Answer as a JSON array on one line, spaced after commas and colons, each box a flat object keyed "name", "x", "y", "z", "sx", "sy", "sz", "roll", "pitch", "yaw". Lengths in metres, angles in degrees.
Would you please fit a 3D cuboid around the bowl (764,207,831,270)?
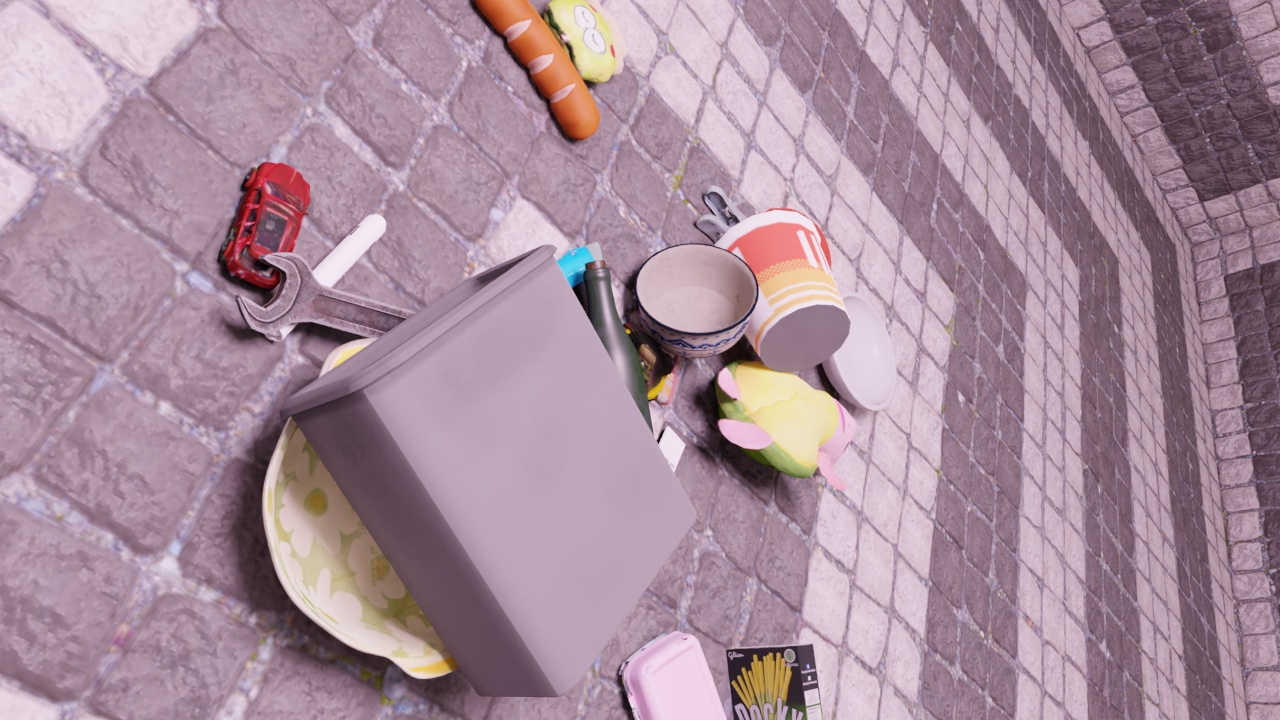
[{"name": "bowl", "x": 0.182, "y": -0.122, "z": 1.047, "sx": 0.122, "sy": 0.035, "sz": 0.121, "roll": 20, "pitch": 62, "yaw": -43}]

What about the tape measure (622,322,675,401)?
[{"name": "tape measure", "x": -0.005, "y": 0.005, "z": 0.832, "sx": 0.067, "sy": 0.038, "sz": 0.062, "roll": 47, "pitch": 47, "yaw": -26}]

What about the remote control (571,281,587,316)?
[{"name": "remote control", "x": -0.063, "y": -0.013, "z": 0.790, "sx": 0.041, "sy": 0.020, "sz": 0.151, "roll": 24, "pitch": 61, "yaw": -39}]

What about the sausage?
[{"name": "sausage", "x": -0.091, "y": -0.277, "z": 0.842, "sx": 0.164, "sy": 0.039, "sz": 0.044, "roll": 54, "pitch": 50, "yaw": -19}]

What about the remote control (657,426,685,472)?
[{"name": "remote control", "x": 0.010, "y": 0.114, "z": 0.828, "sx": 0.028, "sy": 0.012, "sz": 0.124, "roll": 48, "pitch": 46, "yaw": -24}]

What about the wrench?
[{"name": "wrench", "x": -0.156, "y": -0.019, "z": 0.662, "sx": 0.273, "sy": 0.010, "sz": 0.070, "roll": 18, "pitch": 82, "yaw": -46}]

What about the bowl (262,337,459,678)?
[{"name": "bowl", "x": -0.167, "y": 0.097, "z": 0.603, "sx": 0.188, "sy": 0.060, "sz": 0.219, "roll": -12, "pitch": 86, "yaw": -50}]

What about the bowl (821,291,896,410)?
[{"name": "bowl", "x": 0.257, "y": -0.008, "z": 1.122, "sx": 0.149, "sy": 0.043, "sz": 0.149, "roll": 20, "pitch": 62, "yaw": -42}]

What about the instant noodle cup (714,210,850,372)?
[{"name": "instant noodle cup", "x": 0.144, "y": -0.064, "z": 0.924, "sx": 0.123, "sy": 0.124, "sz": 0.121, "roll": 26, "pitch": 33, "yaw": -40}]

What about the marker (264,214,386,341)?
[{"name": "marker", "x": -0.217, "y": -0.061, "z": 0.639, "sx": 0.017, "sy": 0.020, "sz": 0.133, "roll": 40, "pitch": 47, "yaw": -13}]

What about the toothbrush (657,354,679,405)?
[{"name": "toothbrush", "x": 0.040, "y": -0.035, "z": 0.916, "sx": 0.015, "sy": 0.015, "sz": 0.184, "roll": 37, "pitch": 50, "yaw": -29}]

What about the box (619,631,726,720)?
[{"name": "box", "x": 0.040, "y": 0.332, "z": 0.765, "sx": 0.086, "sy": 0.045, "sz": 0.202, "roll": -20, "pitch": 91, "yaw": -44}]

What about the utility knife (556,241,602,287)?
[{"name": "utility knife", "x": -0.089, "y": -0.063, "z": 0.767, "sx": 0.158, "sy": 0.015, "sz": 0.031, "roll": -28, "pitch": 91, "yaw": -38}]

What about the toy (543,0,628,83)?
[{"name": "toy", "x": -0.048, "y": -0.317, "z": 0.901, "sx": 0.092, "sy": 0.046, "sz": 0.115, "roll": 62, "pitch": 33, "yaw": -6}]

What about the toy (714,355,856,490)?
[{"name": "toy", "x": 0.145, "y": 0.060, "z": 0.941, "sx": 0.237, "sy": 0.088, "sz": 0.190, "roll": 12, "pitch": 45, "yaw": -51}]

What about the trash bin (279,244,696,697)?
[{"name": "trash bin", "x": -0.082, "y": 0.067, "z": 0.590, "sx": 0.191, "sy": 0.098, "sz": 0.220, "roll": -45, "pitch": 112, "yaw": -47}]

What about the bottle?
[{"name": "bottle", "x": -0.025, "y": 0.002, "z": 0.775, "sx": 0.055, "sy": 0.055, "sz": 0.174, "roll": -14, "pitch": 97, "yaw": -49}]

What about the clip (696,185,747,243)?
[{"name": "clip", "x": 0.131, "y": -0.144, "z": 1.047, "sx": 0.172, "sy": 0.029, "sz": 0.142, "roll": 49, "pitch": 44, "yaw": -26}]

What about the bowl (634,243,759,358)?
[{"name": "bowl", "x": 0.052, "y": -0.050, "z": 0.871, "sx": 0.059, "sy": 0.115, "sz": 0.115, "roll": 91, "pitch": 16, "yaw": -52}]

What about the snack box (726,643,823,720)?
[{"name": "snack box", "x": 0.124, "y": 0.333, "z": 0.820, "sx": 0.025, "sy": 0.080, "sz": 0.147, "roll": 10, "pitch": 69, "yaw": -46}]

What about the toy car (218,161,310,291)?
[{"name": "toy car", "x": -0.246, "y": -0.091, "z": 0.608, "sx": 0.042, "sy": 0.036, "sz": 0.091, "roll": 29, "pitch": 50, "yaw": -37}]
